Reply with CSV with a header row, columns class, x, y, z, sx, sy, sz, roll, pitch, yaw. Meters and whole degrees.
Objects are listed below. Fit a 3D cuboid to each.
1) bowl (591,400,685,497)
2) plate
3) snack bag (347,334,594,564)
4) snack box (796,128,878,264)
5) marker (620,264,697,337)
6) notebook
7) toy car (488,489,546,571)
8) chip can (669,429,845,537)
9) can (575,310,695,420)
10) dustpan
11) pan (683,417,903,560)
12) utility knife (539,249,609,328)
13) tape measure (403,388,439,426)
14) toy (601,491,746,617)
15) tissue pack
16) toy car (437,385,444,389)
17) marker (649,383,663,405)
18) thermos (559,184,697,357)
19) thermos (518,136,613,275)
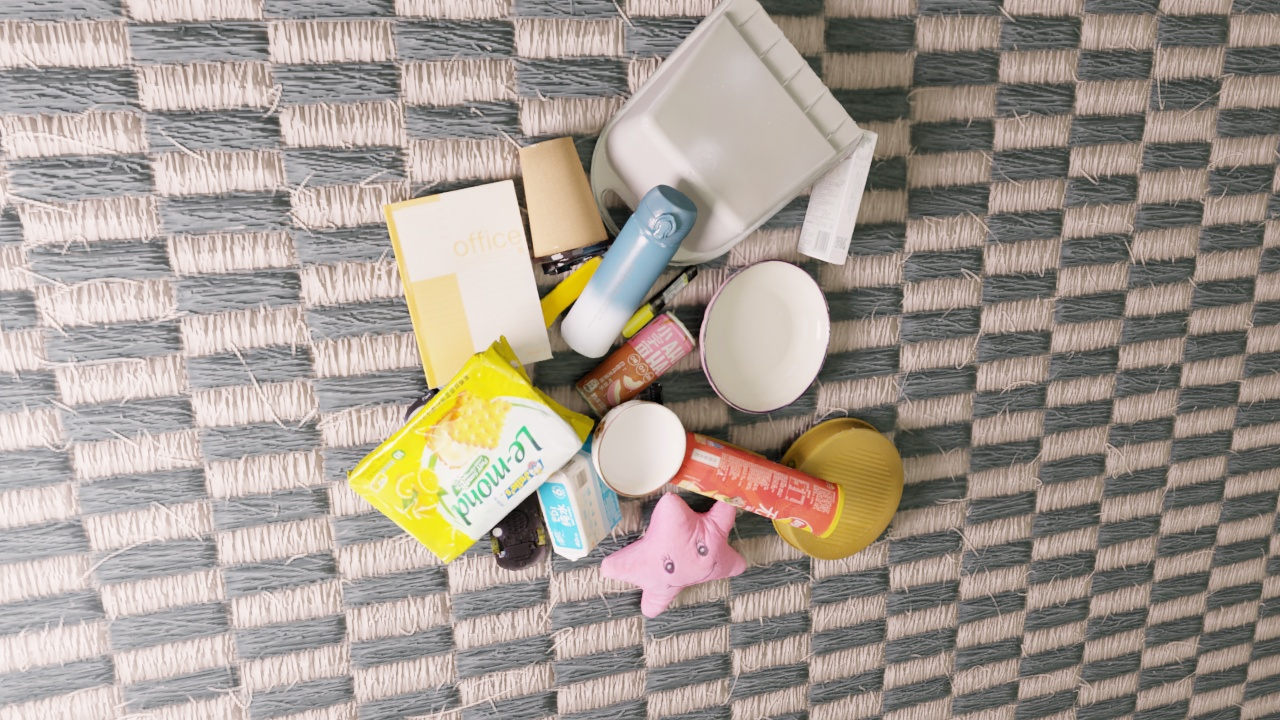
class,x,y,z,sx,sy,sz,roll,pitch,yaw
bowl,-0.011,0.096,1.075,0.113,0.062,0.113,-8,108,-26
plate,0.150,-0.031,1.140,0.192,0.039,0.192,-6,103,-27
snack bag,-0.191,0.100,1.013,0.247,0.068,0.158,-41,111,10
snack box,0.236,-0.199,1.108,0.027,0.085,0.157,9,102,-19
marker,0.023,-0.073,1.113,0.124,0.015,0.018,-43,115,-6
notebook,-0.187,-0.084,1.014,0.145,0.010,0.206,-15,102,-17
toy car,-0.155,0.178,1.106,0.070,0.042,0.158,-9,102,-12
chip can,0.140,0.152,1.132,0.216,0.073,0.073,20,98,-7
can,-0.007,0.006,1.100,0.147,0.058,0.058,-39,113,-5
dustpan,0.076,-0.239,1.047,0.222,0.143,0.257,47,71,-13
pan,0.193,0.149,1.213,0.357,0.078,0.198,18,97,-28
utility knife,-0.088,-0.076,1.075,0.173,0.015,0.033,-40,118,-6
tape measure,-0.239,0.075,1.057,0.066,0.033,0.066,-41,111,-4
toy,0.042,0.240,1.169,0.194,0.074,0.179,-21,119,-12
tissue pack,-0.077,0.161,1.103,0.089,0.063,0.140,-39,122,-51
toy car,-0.198,-0.019,1.044,0.054,0.037,0.120,18,95,-21
marker,0.023,0.084,1.138,0.018,0.022,0.131,0,124,6
thermos,-0.014,-0.097,1.010,0.070,0.070,0.221,20,129,-22
thermos,-0.088,-0.169,1.014,0.093,0.093,0.143,-17,101,-13
